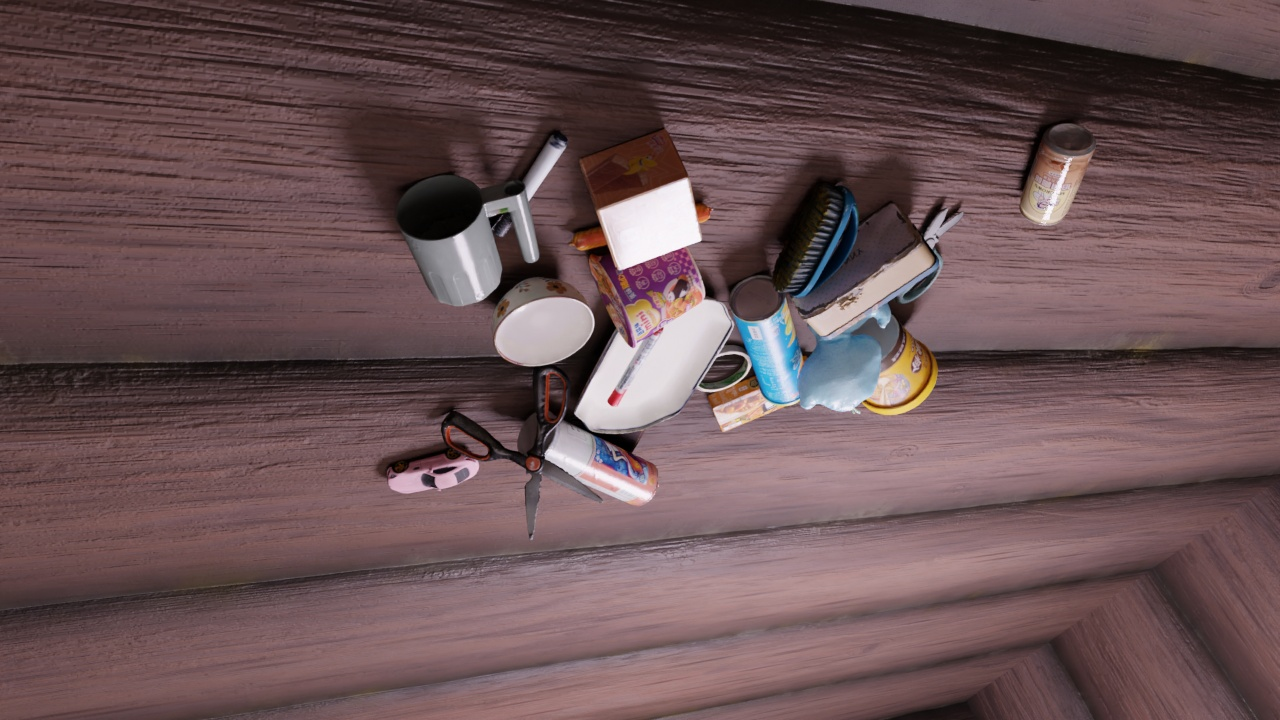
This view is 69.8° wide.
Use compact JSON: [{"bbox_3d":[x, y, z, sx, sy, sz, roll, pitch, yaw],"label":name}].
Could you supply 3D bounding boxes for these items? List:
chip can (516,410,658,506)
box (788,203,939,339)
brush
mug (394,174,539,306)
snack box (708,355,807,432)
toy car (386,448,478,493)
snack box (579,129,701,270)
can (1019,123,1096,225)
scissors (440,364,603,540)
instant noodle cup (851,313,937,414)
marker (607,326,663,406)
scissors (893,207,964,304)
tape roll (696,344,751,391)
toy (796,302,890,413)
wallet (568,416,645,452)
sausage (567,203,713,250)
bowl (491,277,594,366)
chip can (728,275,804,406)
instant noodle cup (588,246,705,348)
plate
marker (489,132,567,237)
[{"bbox_3d":[-0.067,0.138,1.258,0.071,0.071,0.214,-38,135,22],"label":"chip can"},{"bbox_3d":[0.268,-0.110,1.107,0.185,0.089,0.062,-32,136,18],"label":"box"},{"bbox_3d":[0.209,-0.135,1.062,0.073,0.055,0.144,7,125,-22],"label":"brush"},{"bbox_3d":[-0.164,-0.119,0.894,0.124,0.083,0.103,-14,146,-5],"label":"mug"},{"bbox_3d":[0.177,0.049,1.322,0.154,0.026,0.075,-23,144,4],"label":"snack box"},{"bbox_3d":[-0.278,0.152,1.232,0.122,0.037,0.056,-14,142,-7],"label":"toy car"},{"bbox_3d":[0.001,-0.161,0.923,0.094,0.077,0.093,-20,144,0],"label":"snack box"},{"bbox_3d":[0.497,-0.221,1.097,0.058,0.058,0.116,-15,143,-7],"label":"can"},{"bbox_3d":[-0.146,0.112,1.152,0.221,0.021,0.234,12,99,6],"label":"scissors"},{"bbox_3d":[0.331,-0.003,1.261,0.119,0.118,0.114,-33,134,17],"label":"instant noodle cup"},{"bbox_3d":[-0.007,0.007,1.128,0.017,0.017,0.146,3,138,-29],"label":"marker"},{"bbox_3d":[0.334,-0.130,1.172,0.172,0.019,0.177,-7,144,-16],"label":"scissors"},{"bbox_3d":[0.109,0.011,1.252,0.085,0.014,0.086,-13,143,-10],"label":"tape roll"},{"bbox_3d":[0.261,-0.007,1.181,0.161,0.156,0.049,-31,-179,5],"label":"toy"},{"bbox_3d":[-0.064,0.119,1.306,0.122,0.020,0.097,8,130,-31],"label":"wallet"},{"bbox_3d":[0.002,-0.145,0.992,0.165,0.021,0.021,-14,144,-8],"label":"sausage"},{"bbox_3d":[-0.113,-0.053,1.022,0.113,0.062,0.114,-13,145,-10],"label":"bowl"},{"bbox_3d":[0.171,-0.022,1.191,0.071,0.071,0.210,-23,143,4],"label":"chip can"},{"bbox_3d":[0.010,-0.083,1.011,0.099,0.111,0.112,-25,145,-6],"label":"instant noodle cup"},{"bbox_3d":[0.011,0.002,1.176,0.161,0.034,0.267,1,139,-27],"label":"plate"},{"bbox_3d":[-0.112,-0.172,0.905,0.022,0.018,0.131,4,139,-42],"label":"marker"}]
